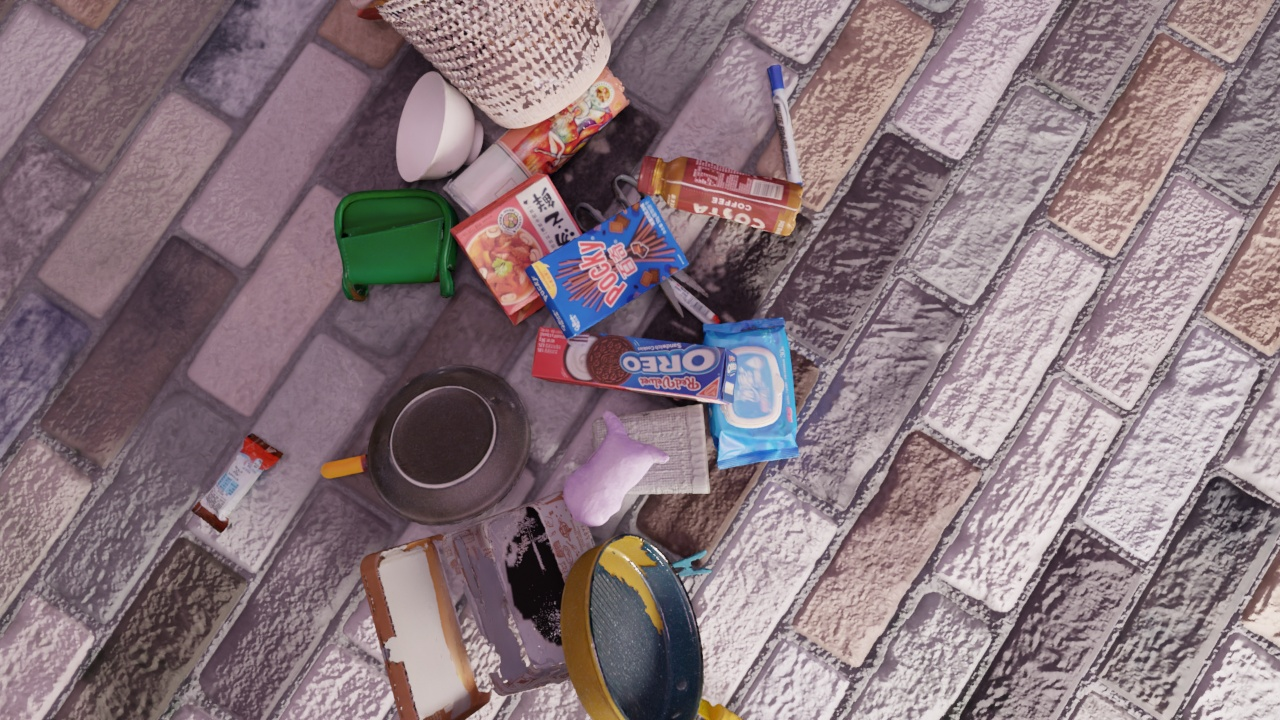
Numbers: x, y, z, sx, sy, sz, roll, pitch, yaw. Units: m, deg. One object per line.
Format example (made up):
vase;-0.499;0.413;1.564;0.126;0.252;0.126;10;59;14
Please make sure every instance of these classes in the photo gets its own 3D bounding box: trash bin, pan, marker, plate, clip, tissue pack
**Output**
trash bin;-0.138;-0.351;0.912;0.227;0.227;0.192;-42;129;-4
pan;0.051;0.325;0.907;0.078;0.197;0.357;-23;113;27
marker;-0.282;0.107;0.991;0.124;0.015;0.018;-12;86;-3
marker;0.029;-0.085;1.005;0.145;0.017;0.017;41;86;3
plate;-0.203;0.082;0.956;0.179;0.024;0.179;-4;63;8
marker;0.161;-0.257;1.021;0.017;0.017;0.145;-9;85;-1
clip;0.047;0.220;0.979;0.057;0.015;0.049;-17;87;-3
tissue pack;0.116;0.034;0.976;0.095;0.052;0.157;-5;85;0

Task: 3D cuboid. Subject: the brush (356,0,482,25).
brush;-0.242;-0.405;1.012;0.146;0.063;0.069;0;71;1

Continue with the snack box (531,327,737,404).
snack box;-0.006;0.006;0.951;0.208;0.058;0.057;7;84;18

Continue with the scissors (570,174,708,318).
scissors;0.001;-0.129;0.997;0.159;0.014;0.170;8;70;-11

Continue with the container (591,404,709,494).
container;0.011;0.096;0.954;0.114;0.090;0.090;-5;84;3

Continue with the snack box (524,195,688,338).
snack box;-0.032;-0.097;0.949;0.156;0.026;0.084;-34;98;-23

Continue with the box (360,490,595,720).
box;-0.142;0.238;0.877;0.157;0.192;0.183;-23;84;23

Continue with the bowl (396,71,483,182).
bowl;-0.209;-0.243;0.989;0.064;0.118;0.118;8;83;-38

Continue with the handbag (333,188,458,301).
handbag;-0.261;-0.124;0.989;0.131;0.068;0.120;-1;92;-1

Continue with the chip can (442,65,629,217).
chip can;-0.112;-0.232;0.992;0.214;0.071;0.071;-44;86;-4

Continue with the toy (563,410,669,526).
toy;-0.035;0.111;0.895;0.084;0.039;0.108;39;95;25

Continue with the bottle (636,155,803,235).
bottle;0.085;-0.183;0.993;0.175;0.057;0.057;14;85;1

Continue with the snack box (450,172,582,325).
snack box;-0.116;-0.113;0.961;0.113;0.044;0.127;-36;114;-9

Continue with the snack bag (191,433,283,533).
snack bag;-0.432;0.130;0.982;0.048;0.026;0.104;33;86;9
